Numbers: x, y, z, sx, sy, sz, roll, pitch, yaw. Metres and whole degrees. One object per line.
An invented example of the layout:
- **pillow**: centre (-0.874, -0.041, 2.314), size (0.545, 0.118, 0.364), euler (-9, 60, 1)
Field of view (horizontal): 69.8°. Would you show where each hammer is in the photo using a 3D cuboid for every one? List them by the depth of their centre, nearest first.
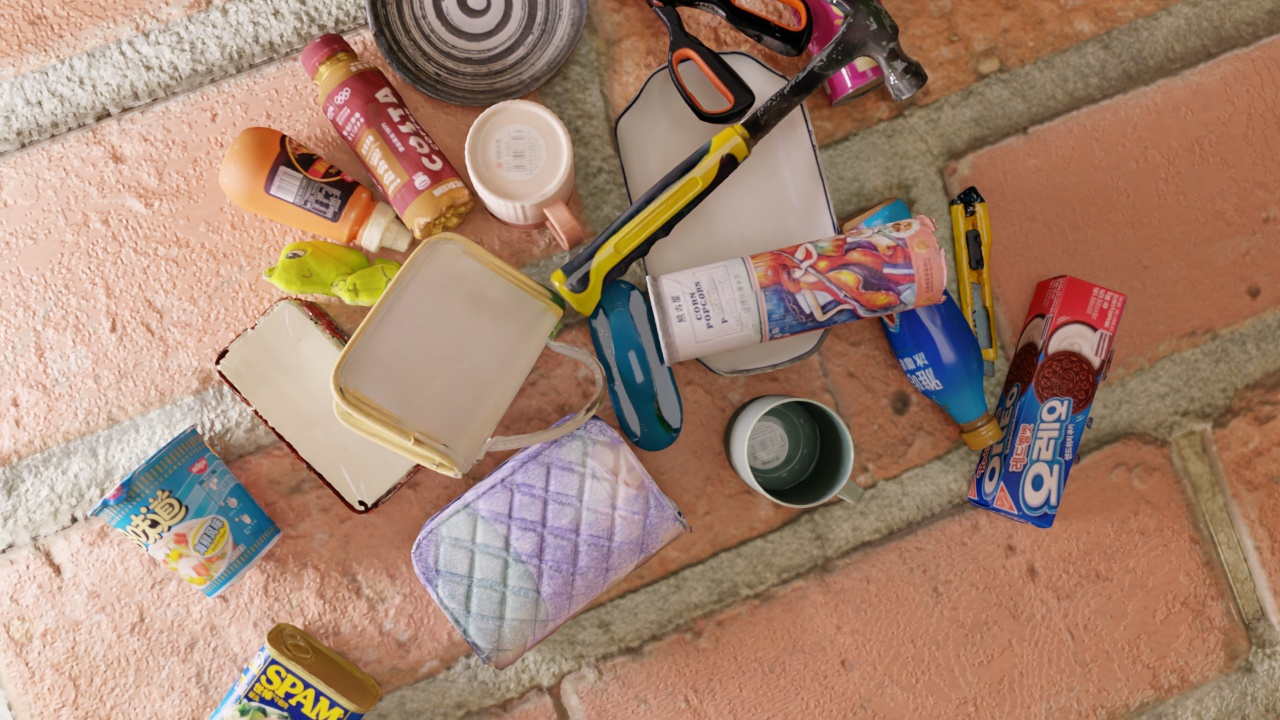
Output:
- **hammer**: centre (0.060, -0.158, 0.697), size (0.323, 0.032, 0.126), euler (-41, 105, 2)

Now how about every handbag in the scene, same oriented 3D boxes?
- **handbag**: centre (-0.119, 0.011, 0.689), size (0.179, 0.063, 0.163), euler (30, 64, -2)
- **handbag**: centre (-0.074, 0.138, 0.732), size (0.194, 0.075, 0.134), euler (-35, 96, -3)

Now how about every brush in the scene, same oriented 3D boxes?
- **brush**: centre (-0.004, 0.004, 0.737), size (0.055, 0.073, 0.144), euler (-17, 91, 3)

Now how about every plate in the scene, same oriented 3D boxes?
- **plate**: centre (-0.133, -0.294, 0.747), size (0.179, 0.024, 0.179), euler (0, 90, -3)
- **plate**: centre (0.074, -0.119, 0.755), size (0.162, 0.034, 0.265), euler (-14, 87, -3)

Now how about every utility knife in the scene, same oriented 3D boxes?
- **utility knife**: centre (0.291, -0.068, 0.790), size (0.033, 0.015, 0.167), euler (-7, 91, -2)

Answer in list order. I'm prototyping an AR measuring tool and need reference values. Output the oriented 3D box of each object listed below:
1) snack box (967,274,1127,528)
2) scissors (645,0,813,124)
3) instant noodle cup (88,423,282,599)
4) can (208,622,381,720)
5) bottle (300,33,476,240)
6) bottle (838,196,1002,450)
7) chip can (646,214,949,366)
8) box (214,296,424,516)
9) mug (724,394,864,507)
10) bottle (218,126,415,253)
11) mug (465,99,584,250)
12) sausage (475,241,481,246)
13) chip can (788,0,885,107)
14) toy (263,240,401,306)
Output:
- **snack box**: centre (0.342, 0.035, 0.774), size (0.058, 0.057, 0.207), euler (19, 89, -2)
- **scissors**: centre (0.038, -0.291, 0.740), size (0.198, 0.022, 0.227), euler (-18, 78, 2)
- **instant noodle cup**: centre (-0.341, 0.121, 0.703), size (0.099, 0.099, 0.110), euler (-42, 102, -4)
- **can**: centre (-0.272, 0.273, 0.724), size (0.102, 0.057, 0.083), euler (36, 89, -4)
- **bottle**: centre (-0.201, -0.178, 0.722), size (0.057, 0.057, 0.175), euler (-37, 85, -4)
- **bottle**: centre (0.236, -0.027, 0.760), size (0.065, 0.065, 0.218), euler (-29, 92, -4)
- **chip can**: centre (0.116, -0.053, 0.693), size (0.215, 0.071, 0.071), euler (-13, 91, 1)
- **box**: centre (-0.239, 0.033, 0.715), size (0.091, 0.077, 0.168), euler (-43, 94, -3)
- **mug**: centre (0.125, 0.076, 0.731), size (0.112, 0.106, 0.082), euler (34, 86, -4)
- **bottle**: centre (-0.249, -0.126, 0.724), size (0.149, 0.067, 0.066), euler (26, 88, -12)
- **mug**: centre (-0.083, -0.137, 0.713), size (0.081, 0.106, 0.114), euler (-35, 93, -4)
- **sausage**: centre (-0.146, -0.021, 0.752), size (0.020, 0.020, 0.156), euler (9, 89, -5)
- **chip can**: centre (0.147, -0.319, 0.750), size (0.071, 0.071, 0.210), euler (-25, 93, -5)
- **toy**: centre (-0.237, -0.068, 0.722), size (0.100, 0.096, 0.031), euler (29, 125, 24)
